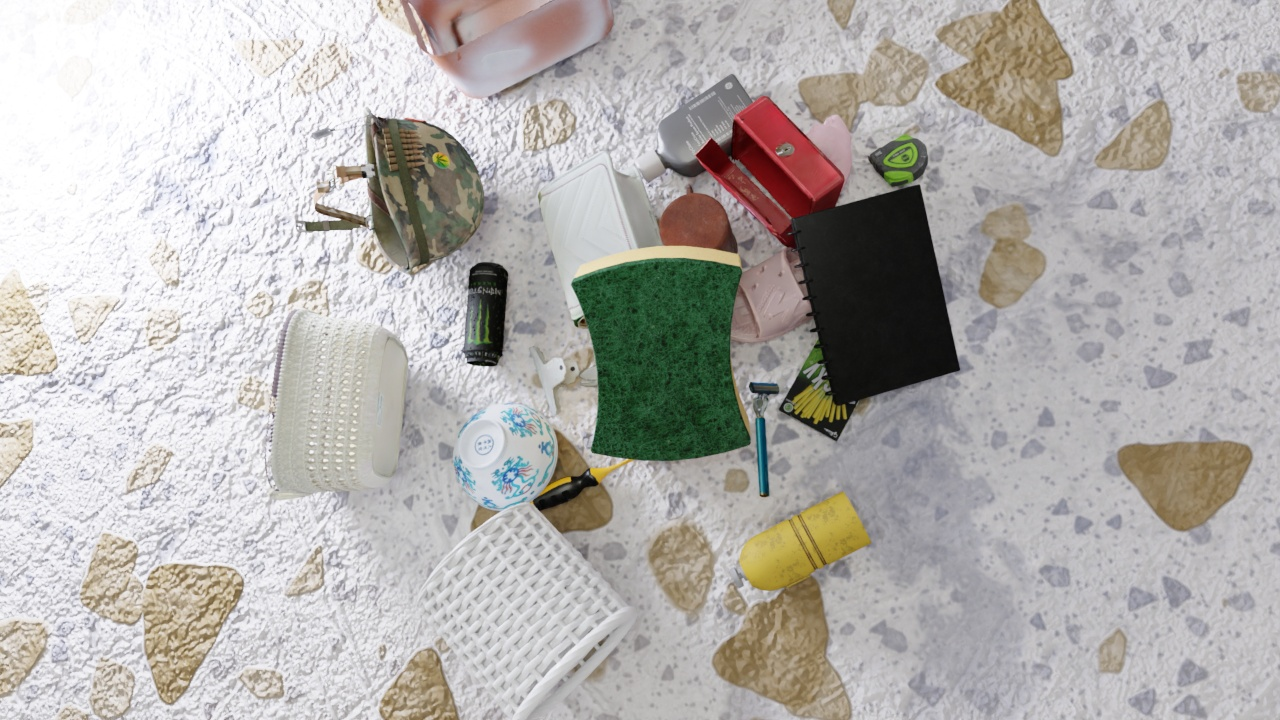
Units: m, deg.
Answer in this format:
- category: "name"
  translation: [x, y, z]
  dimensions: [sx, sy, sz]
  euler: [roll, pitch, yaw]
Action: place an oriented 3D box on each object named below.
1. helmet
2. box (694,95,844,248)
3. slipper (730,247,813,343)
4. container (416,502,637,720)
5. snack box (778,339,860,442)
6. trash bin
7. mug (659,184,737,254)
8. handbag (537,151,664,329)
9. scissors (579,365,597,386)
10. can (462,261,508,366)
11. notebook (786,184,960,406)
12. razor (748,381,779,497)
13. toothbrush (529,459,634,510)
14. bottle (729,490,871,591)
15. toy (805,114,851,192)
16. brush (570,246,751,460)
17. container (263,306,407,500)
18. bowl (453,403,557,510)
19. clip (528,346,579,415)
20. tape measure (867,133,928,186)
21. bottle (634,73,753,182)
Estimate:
- category: "helmet"
  translation: [-0.335, -0.228, 1.225]
  dimensions: [0.235, 0.193, 0.224]
  euler: [-29, 87, -22]
- category: "box"
  translation: [0.171, -0.233, 1.159]
  dimensions: [0.117, 0.135, 0.157]
  euler: [-45, 76, 6]
- category: "slipper"
  translation: [0.197, -0.094, 1.159]
  dimensions: [0.239, 0.064, 0.094]
  euler: [-21, 76, 5]
- category: "container"
  translation: [-0.134, 0.299, 1.087]
  dimensions: [0.187, 0.189, 0.189]
  euler: [43, 90, 17]
- category: "snack box"
  translation: [0.244, 0.018, 1.146]
  dimensions: [0.080, 0.025, 0.147]
  euler: [29, 86, 16]
- category: "trash bin"
  translation: [-0.181, -0.504, 1.271]
  dimensions: [0.260, 0.157, 0.181]
  euler: [-25, 75, 7]
- category: "mug"
  translation: [0.072, -0.171, 1.179]
  dimensions: [0.096, 0.110, 0.123]
  euler: [-13, 77, 4]
- category: "handbag"
  translation: [-0.049, -0.153, 1.206]
  dimensions: [0.142, 0.096, 0.198]
  euler: [-24, 75, 29]
- category: "scissors"
  translation: [-0.006, -0.002, 1.207]
  dimensions: [0.130, 0.019, 0.150]
  euler: [28, 87, 18]
- category: "can"
  translation: [-0.209, -0.063, 1.243]
  dimensions: [0.054, 0.054, 0.137]
  euler: [0, 79, 12]
- category: "notebook"
  translation: [0.279, -0.076, 1.101]
  dimensions: [0.169, 0.019, 0.231]
  euler: [-16, 98, -5]
- category: "razor"
  translation: [0.153, 0.099, 1.154]
  dimensions: [0.042, 0.022, 0.144]
  euler: [4, 82, -24]
- category: "toothbrush"
  translation: [-0.062, 0.150, 1.181]
  dimensions: [0.197, 0.031, 0.030]
  euler: [-25, 33, 7]
- category: "bottle"
  translation: [0.186, 0.225, 1.096]
  dimensions: [0.164, 0.071, 0.071]
  euler: [-28, 75, 5]
- category: "toy"
  translation: [0.245, -0.274, 1.183]
  dimensions: [0.053, 0.099, 0.095]
  euler: [-2, 51, 41]
- category: "brush"
  translation: [0.029, -0.007, 1.107]
  dimensions: [0.195, 0.075, 0.250]
  euler: [-3, 110, 6]
- category: "container"
  translation: [-0.395, 0.059, 1.198]
  dimensions: [0.143, 0.185, 0.251]
  euler: [2, 79, 3]
- category: "bowl"
  translation: [-0.187, 0.115, 1.178]
  dimensions: [0.144, 0.074, 0.143]
  euler: [-7, 69, 18]
- category: "clip"
  translation: [-0.113, 0.017, 1.220]
  dimensions: [0.054, 0.040, 0.101]
  euler: [-26, 76, 19]
- category: "tape measure"
  translation: [0.336, -0.254, 1.177]
  dimensions: [0.066, 0.036, 0.058]
  euler: [-29, 65, 8]
- category: "bottle"
  translation: [0.073, -0.299, 1.234]
  dimensions: [0.174, 0.046, 0.083]
  euler: [-31, 75, 4]
